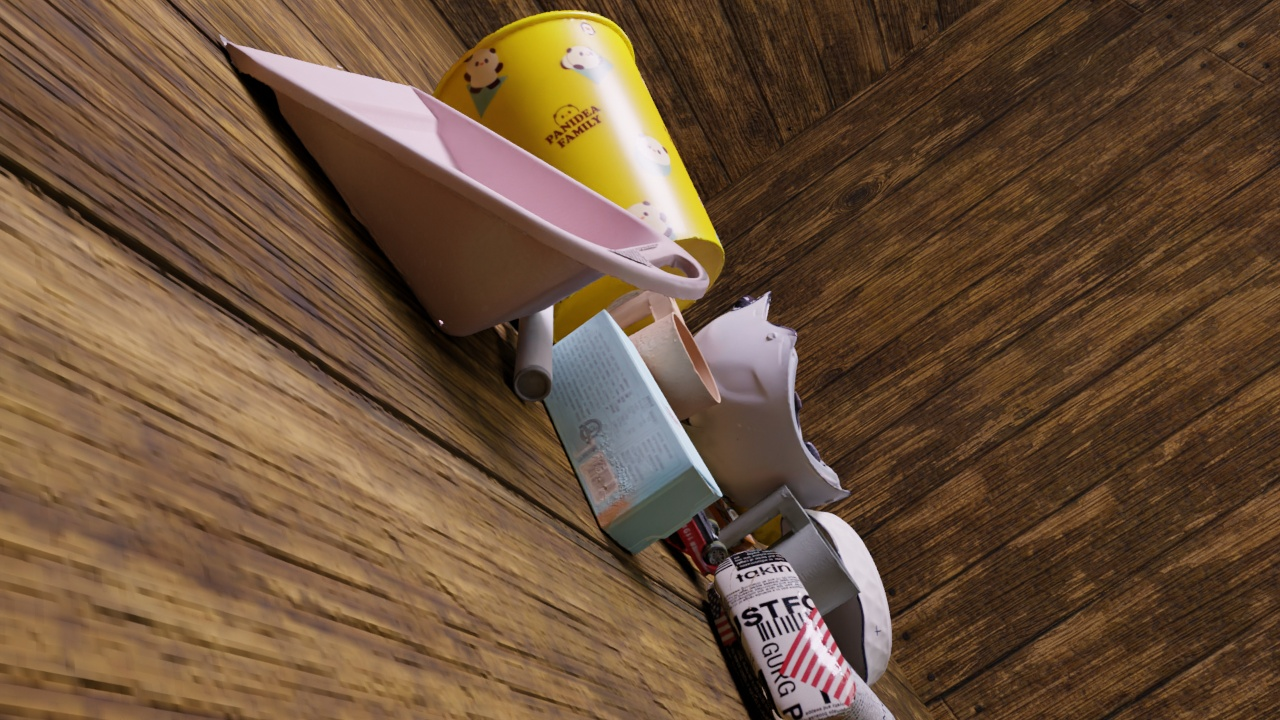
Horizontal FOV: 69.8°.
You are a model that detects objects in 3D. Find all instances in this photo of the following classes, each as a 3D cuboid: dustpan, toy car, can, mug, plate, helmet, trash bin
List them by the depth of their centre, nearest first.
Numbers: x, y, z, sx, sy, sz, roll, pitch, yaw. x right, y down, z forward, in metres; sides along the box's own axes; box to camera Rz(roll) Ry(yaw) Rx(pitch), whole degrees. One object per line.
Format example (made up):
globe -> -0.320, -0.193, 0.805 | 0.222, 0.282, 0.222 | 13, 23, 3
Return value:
dustpan -> -0.084, -0.124, 0.597 | 0.273, 0.139, 0.222 | 57, 18, -3
toy car -> 0.033, 0.125, 0.756 | 0.120, 0.045, 0.053 | 60, 6, -15
mug -> -0.005, 0.004, 0.766 | 0.084, 0.104, 0.124 | 47, 19, -56
can -> 0.183, 0.313, 0.838 | 0.147, 0.058, 0.058 | 51, 6, -35
mug -> 0.130, 0.195, 0.867 | 0.124, 0.103, 0.083 | 54, 6, -1
trash bin -> -0.056, -0.163, 0.900 | 0.255, 0.230, 0.229 | 62, 8, 19
helmet -> 0.109, 0.057, 0.975 | 0.258, 0.146, 0.229 | -96, 165, -72
plate -> 0.207, 0.257, 0.988 | 0.205, 0.045, 0.205 | 168, -89, -76

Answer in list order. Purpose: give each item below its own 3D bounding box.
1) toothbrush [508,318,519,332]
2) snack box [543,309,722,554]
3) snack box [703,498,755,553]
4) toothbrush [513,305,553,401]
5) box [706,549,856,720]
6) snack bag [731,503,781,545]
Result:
toothbrush -> -0.084, -0.014, 0.757 | 0.189, 0.014, 0.017 | 50, 10, -47
snack box -> -0.015, 0.047, 0.655 | 0.051, 0.074, 0.174 | 50, 7, -47
snack box -> 0.086, 0.173, 1.032 | 0.075, 0.026, 0.153 | 58, 6, 25
toothbrush -> -0.081, -0.034, 0.705 | 0.027, 0.026, 0.220 | 46, 15, -24
box -> 0.097, 0.221, 0.685 | 0.163, 0.076, 0.088 | -119, -158, -53
snack bag -> 0.115, 0.135, 1.187 | 0.158, 0.068, 0.246 | 55, -3, -35
